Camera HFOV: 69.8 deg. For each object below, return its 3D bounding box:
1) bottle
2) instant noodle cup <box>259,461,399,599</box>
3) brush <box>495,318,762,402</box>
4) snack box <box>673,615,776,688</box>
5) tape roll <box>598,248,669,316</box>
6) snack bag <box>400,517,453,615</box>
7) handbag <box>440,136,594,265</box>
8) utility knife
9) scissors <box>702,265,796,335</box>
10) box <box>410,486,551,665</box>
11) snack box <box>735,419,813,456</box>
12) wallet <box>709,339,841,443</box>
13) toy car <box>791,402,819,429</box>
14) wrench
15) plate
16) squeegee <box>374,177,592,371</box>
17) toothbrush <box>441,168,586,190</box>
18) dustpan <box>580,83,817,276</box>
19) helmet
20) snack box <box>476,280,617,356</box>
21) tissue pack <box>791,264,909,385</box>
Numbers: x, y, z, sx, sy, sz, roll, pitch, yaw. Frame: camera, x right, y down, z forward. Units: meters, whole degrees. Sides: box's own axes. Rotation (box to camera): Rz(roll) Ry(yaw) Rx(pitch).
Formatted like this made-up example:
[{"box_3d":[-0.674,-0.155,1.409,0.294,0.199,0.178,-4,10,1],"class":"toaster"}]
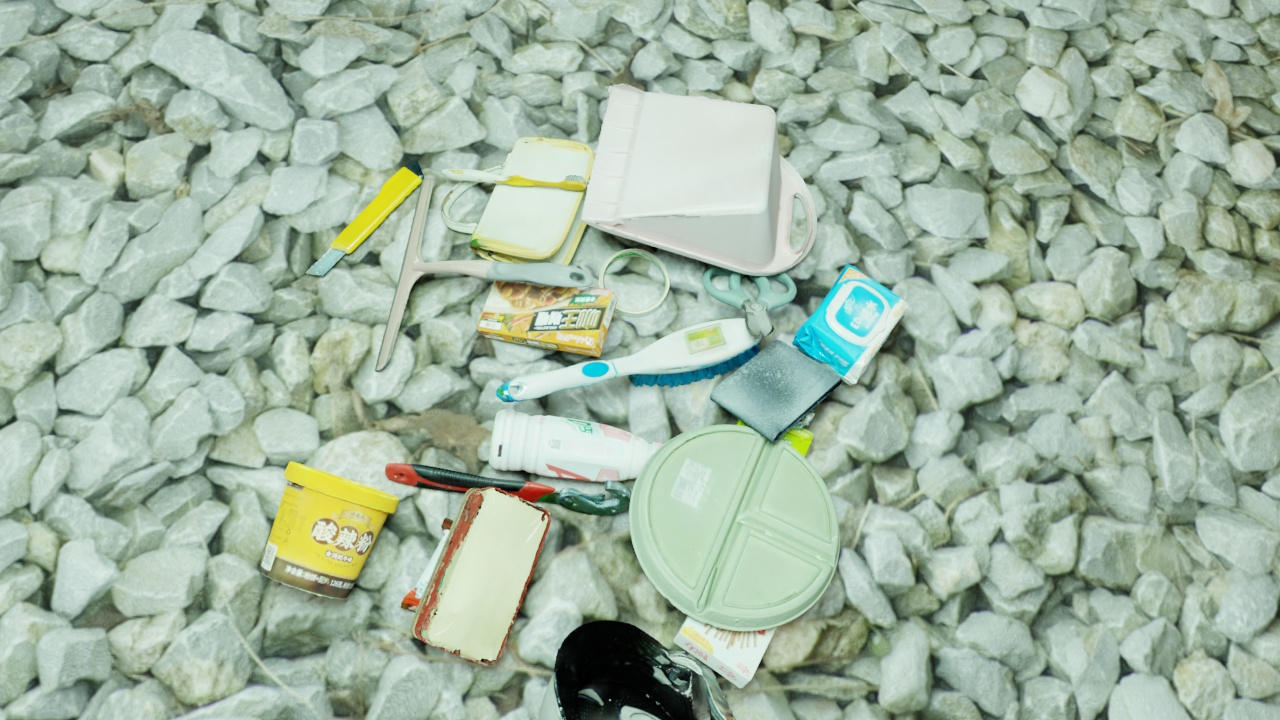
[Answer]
[{"box_3d":[-0.066,0.100,1.016,0.197,0.068,0.068,9,71,-5],"class":"bottle"},{"box_3d":[-0.326,0.176,0.948,0.118,0.118,0.114,19,78,3],"class":"instant noodle cup"},{"box_3d":[-0.006,0.006,1.027,0.314,0.109,0.060,-16,78,-9],"class":"brush"},{"box_3d":[0.107,0.254,0.965,0.085,0.027,0.156,33,49,7],"class":"snack box"},{"box_3d":[-0.008,-0.095,1.112,0.086,0.014,0.085,1,71,-3],"class":"tape roll"},{"box_3d":[-0.213,0.224,0.982,0.048,0.026,0.104,26,70,-9],"class":"snack bag"},{"box_3d":[-0.150,-0.193,1.121,0.179,0.063,0.163,14,70,16],"class":"handbag"},{"box_3d":[-0.332,-0.171,1.115,0.033,0.015,0.195,36,73,12],"class":"utility knife"},{"box_3d":[0.150,-0.071,1.064,0.132,0.019,0.185,-7,35,-19],"class":"scissors"},{"box_3d":[-0.162,0.219,0.945,0.091,0.080,0.168,28,69,-20],"class":"box"},{"box_3d":[0.127,0.127,1.023,0.086,0.026,0.156,27,58,4],"class":"snack box"},{"box_3d":[0.153,0.032,1.035,0.120,0.019,0.097,-38,53,-24],"class":"wallet"},{"box_3d":[0.188,0.042,1.060,0.043,0.034,0.090,30,56,8],"class":"toy car"},{"box_3d":[-0.145,0.140,1.007,0.273,0.056,0.016,6,47,3],"class":"wrench"},{"box_3d":[0.102,0.166,0.962,0.230,0.028,0.229,5,58,-9],"class":"plate"},{"box_3d":[-0.175,-0.101,1.040,0.250,0.040,0.247,4,73,17],"class":"squeegee"},{"box_3d":[-0.152,-0.218,1.093,0.191,0.016,0.018,9,59,18],"class":"toothbrush"},{"box_3d":[0.078,-0.204,1.116,0.274,0.139,0.222,6,61,12],"class":"dustpan"},{"box_3d":[0.005,0.393,0.860,0.274,0.229,0.157,36,112,11],"class":"helmet"},{"box_3d":[-0.108,-0.053,1.059,0.154,0.026,0.075,9,70,21],"class":"snack box"},{"box_3d":[0.247,-0.044,1.077,0.090,0.063,0.139,36,59,8],"class":"tissue pack"}]
